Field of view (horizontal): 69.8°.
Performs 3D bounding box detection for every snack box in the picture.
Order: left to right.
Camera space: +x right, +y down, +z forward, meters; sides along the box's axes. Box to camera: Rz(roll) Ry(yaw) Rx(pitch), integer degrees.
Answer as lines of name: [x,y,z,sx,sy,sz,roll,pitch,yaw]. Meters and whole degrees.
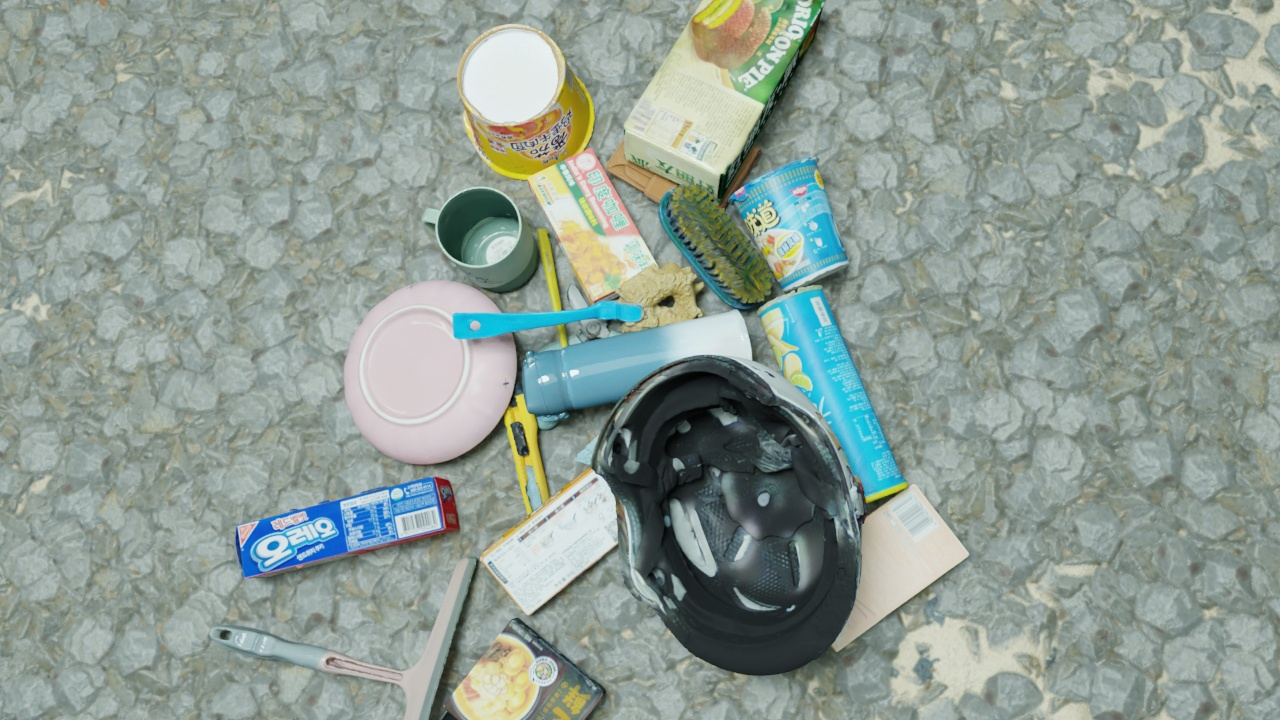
snack box: [-0.290,0.166,0.908,0.207,0.058,0.057,-15,79,2]
snack box: [-0.115,0.330,0.871,0.113,0.053,0.125,36,79,10]
snack box: [-0.074,0.171,0.895,0.153,0.026,0.075,-38,96,-2]
snack box: [-0.050,-0.138,0.953,0.077,0.027,0.155,-27,76,-8]
snack box: [0.086,-0.288,0.937,0.114,0.063,0.239,26,73,9]
snack box: [0.223,0.196,0.874,0.157,0.026,0.084,-35,79,-2]

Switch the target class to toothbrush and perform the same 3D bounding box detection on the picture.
toothbrush: [-0.080,-0.049,0.936,0.016,0.016,0.190,-14,73,0]

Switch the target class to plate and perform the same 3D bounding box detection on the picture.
plate: [-0.220,0.007,0.924,0.193,0.039,0.192,-3,78,15]

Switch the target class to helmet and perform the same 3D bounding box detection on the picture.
helmet: [0.095,0.124,0.828,0.231,0.156,0.274,-30,84,27]

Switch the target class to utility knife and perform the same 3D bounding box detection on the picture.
utility knife: [-0.110,0.103,0.917,0.033,0.015,0.170,-16,86,16]
utility knife: [0.019,0.033,0.907,0.212,0.022,0.031,-40,80,-21]

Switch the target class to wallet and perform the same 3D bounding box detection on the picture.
wallet: [0.044,-0.209,0.964,0.132,0.031,0.107,32,82,11]

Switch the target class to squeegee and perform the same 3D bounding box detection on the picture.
squeegee: [-0.305,0.293,0.897,0.250,0.040,0.247,9,65,12]

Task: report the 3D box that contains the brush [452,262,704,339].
brush: [-0.054,-0.046,0.891,0.254,0.046,0.083,-8,110,-19]

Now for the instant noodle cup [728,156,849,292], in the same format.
instant noodle cup: [0.153,-0.130,0.912,0.099,0.099,0.110,-23,87,0]

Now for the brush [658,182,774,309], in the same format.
brush: [0.070,-0.111,0.917,0.055,0.074,0.144,-42,98,-15]

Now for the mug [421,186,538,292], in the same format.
mug: [-0.163,-0.122,0.925,0.112,0.106,0.082,18,82,8]

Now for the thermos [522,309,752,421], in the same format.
thermos: [-0.005,0.005,0.880,0.220,0.070,0.070,-13,79,-5]

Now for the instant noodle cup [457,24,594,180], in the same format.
instant noodle cup: [-0.123,-0.270,0.948,0.138,0.110,0.138,-1,80,5]

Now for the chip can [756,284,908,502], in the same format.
chip can: [0.182,0.036,0.885,0.071,0.071,0.210,-21,78,1]

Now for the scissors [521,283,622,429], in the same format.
scissors: [-0.033,0.008,0.936,0.181,0.019,0.170,24,81,10]
